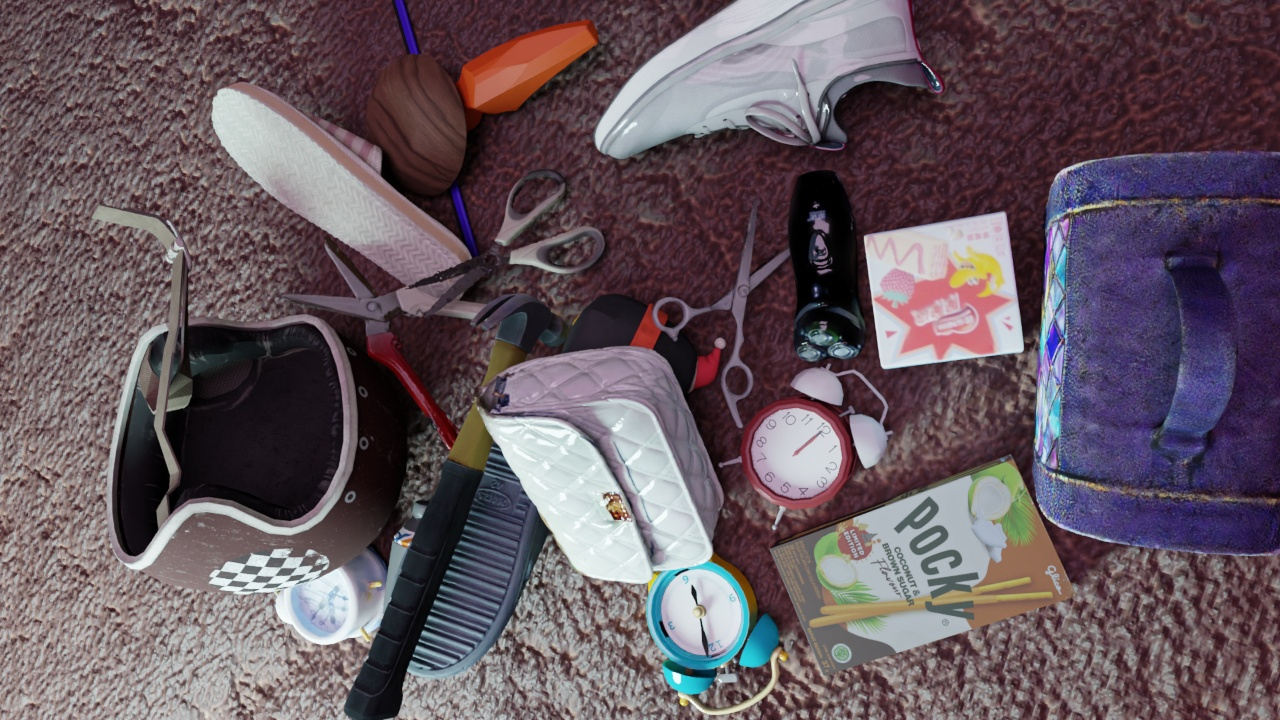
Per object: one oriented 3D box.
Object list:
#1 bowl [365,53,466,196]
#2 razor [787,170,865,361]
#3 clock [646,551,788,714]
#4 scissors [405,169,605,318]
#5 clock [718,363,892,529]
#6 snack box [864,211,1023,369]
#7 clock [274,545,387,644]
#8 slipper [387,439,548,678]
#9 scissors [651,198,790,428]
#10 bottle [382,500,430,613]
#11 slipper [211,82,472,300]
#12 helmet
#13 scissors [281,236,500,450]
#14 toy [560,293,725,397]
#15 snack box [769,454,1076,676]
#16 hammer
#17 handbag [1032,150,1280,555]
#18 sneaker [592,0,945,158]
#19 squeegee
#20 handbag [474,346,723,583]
[{"bbox_3d":[-0.200,-0.198,0.780,0.119,0.032,0.119,13,112,36],"label":"bowl"},{"bbox_3d":[0.134,-0.070,0.676,0.053,0.063,0.140,-5,90,18],"label":"razor"},{"bbox_3d":[0.054,0.210,0.721,0.099,0.043,0.129,-30,74,17],"label":"clock"},{"bbox_3d":[-0.103,-0.086,0.748,0.153,0.013,0.163,21,74,-2],"label":"scissors"},{"bbox_3d":[0.127,0.061,0.691,0.125,0.044,0.087,-44,78,16],"label":"clock"},{"bbox_3d":[0.211,-0.046,0.641,0.093,0.079,0.094,-7,89,19],"label":"snack box"},{"bbox_3d":[-0.287,0.206,0.832,0.125,0.052,0.089,15,97,21],"label":"clock"},{"bbox_3d":[-0.118,0.135,0.764,0.101,0.082,0.263,17,77,19],"label":"slipper"},{"bbox_3d":[0.077,-0.035,0.691,0.141,0.014,0.165,-20,97,-19],"label":"scissors"},{"bbox_3d":[-0.196,0.178,0.801,0.047,0.047,0.112,10,94,18],"label":"bottle"},{"bbox_3d":[-0.248,-0.145,0.788,0.263,0.052,0.115,37,143,0],"label":"slipper"},{"bbox_3d":[-0.317,0.062,0.735,0.234,0.253,0.233,-50,50,29],"label":"helmet"},{"bbox_3d":[-0.174,-0.026,0.740,0.199,0.178,0.015,61,148,4],"label":"scissors"},{"bbox_3d":[-0.004,0.004,0.711,0.119,0.100,0.097,27,60,-2],"label":"toy"},{"bbox_3d":[0.202,0.151,0.673,0.186,0.031,0.101,-25,83,18],"label":"snack box"},{"bbox_3d":[-0.141,0.104,0.686,0.025,0.118,0.332,18,81,21],"label":"hammer"},{"bbox_3d":[0.303,-0.006,0.536,0.126,0.221,0.205,3,92,18],"label":"handbag"},{"bbox_3d":[0.089,-0.198,0.679,0.264,0.096,0.129,-24,97,24],"label":"sneaker"},{"bbox_3d":[-0.116,-0.232,0.762,0.185,0.055,0.249,-20,85,26],"label":"squeegee"},{"bbox_3d":[-0.025,0.084,0.675,0.139,0.072,0.195,-8,130,20],"label":"handbag"}]
